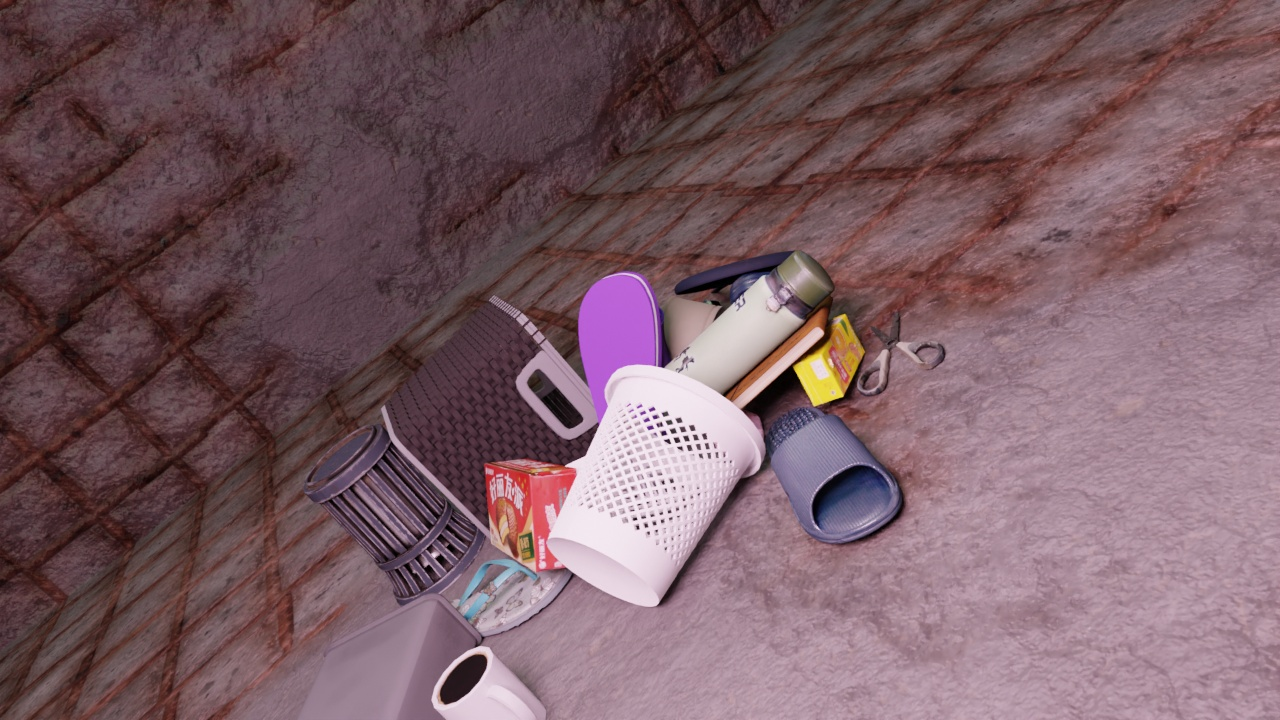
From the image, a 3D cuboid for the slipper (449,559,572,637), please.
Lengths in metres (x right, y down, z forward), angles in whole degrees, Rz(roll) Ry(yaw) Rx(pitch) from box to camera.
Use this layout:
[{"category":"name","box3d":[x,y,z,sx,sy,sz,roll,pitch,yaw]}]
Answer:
[{"category":"slipper","box3d":[-0.204,0.303,1.149,0.269,0.055,0.098,-28,24,25]}]

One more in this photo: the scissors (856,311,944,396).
[{"category":"scissors","box3d":[0.301,-0.012,1.078,0.157,0.012,0.162,-46,22,-28]}]

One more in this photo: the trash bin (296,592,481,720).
[{"category":"trash bin","box3d":[-0.296,0.398,1.029,0.192,0.097,0.219,-30,23,17]}]

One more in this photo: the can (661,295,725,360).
[{"category":"can","box3d":[0.068,-0.021,1.281,0.073,0.128,0.127,12,40,16]}]

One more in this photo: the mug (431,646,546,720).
[{"category":"mug","box3d":[-0.141,0.342,0.906,0.105,0.089,0.073,-12,31,48]}]

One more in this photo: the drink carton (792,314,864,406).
[{"category":"drink carton","box3d":[0.224,-0.002,1.076,0.043,0.058,0.134,-23,11,31]}]

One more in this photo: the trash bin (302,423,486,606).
[{"category":"trash bin","box3d":[-0.359,0.217,1.327,0.164,0.227,0.164,-31,21,13]}]

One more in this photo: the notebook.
[{"category":"notebook","box3d":[0.164,-0.002,1.135,0.179,0.014,0.248,-44,-1,19]}]

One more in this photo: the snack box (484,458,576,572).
[{"category":"snack box","box3d":[-0.137,0.186,1.145,0.060,0.113,0.237,-4,-1,-22]}]

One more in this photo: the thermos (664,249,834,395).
[{"category":"thermos","box3d":[0.131,-0.036,1.113,0.232,0.082,0.082,-43,16,24]}]

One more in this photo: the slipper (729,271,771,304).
[{"category":"slipper","box3d":[0.163,-0.076,1.274,0.105,0.095,0.252,-33,4,46]}]

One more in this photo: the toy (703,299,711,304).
[{"category":"toy","box3d":[0.051,-0.008,1.393,0.193,0.072,0.130,-44,25,5]}]

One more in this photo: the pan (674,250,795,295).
[{"category":"pan","box3d":[0.139,-0.127,1.416,0.198,0.021,0.356,-14,-1,-4]}]

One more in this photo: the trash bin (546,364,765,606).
[{"category":"trash bin","box3d":[0.006,0.144,0.995,0.196,0.195,0.199,-8,44,51]}]

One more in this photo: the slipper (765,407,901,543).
[{"category":"slipper","box3d":[0.175,0.097,0.948,0.101,0.082,0.263,-37,20,4]}]

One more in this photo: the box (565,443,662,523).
[{"category":"box","box3d":[-0.032,0.180,1.129,0.109,0.136,0.128,-29,-18,23]}]

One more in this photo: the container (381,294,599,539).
[{"category":"container","box3d":[-0.211,0.084,1.365,0.243,0.247,0.246,-43,21,-7]}]

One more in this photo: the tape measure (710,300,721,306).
[{"category":"tape measure","box3d":[0.102,-0.063,1.464,0.072,0.042,0.072,-47,19,-32]}]

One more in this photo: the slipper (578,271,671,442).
[{"category":"slipper","box3d":[-0.007,0.007,1.201,0.107,0.267,0.083,2,21,25]}]

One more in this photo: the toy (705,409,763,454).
[{"category":"toy","box3d":[0.113,0.083,1.124,0.063,0.047,0.110,-27,14,-8]}]
